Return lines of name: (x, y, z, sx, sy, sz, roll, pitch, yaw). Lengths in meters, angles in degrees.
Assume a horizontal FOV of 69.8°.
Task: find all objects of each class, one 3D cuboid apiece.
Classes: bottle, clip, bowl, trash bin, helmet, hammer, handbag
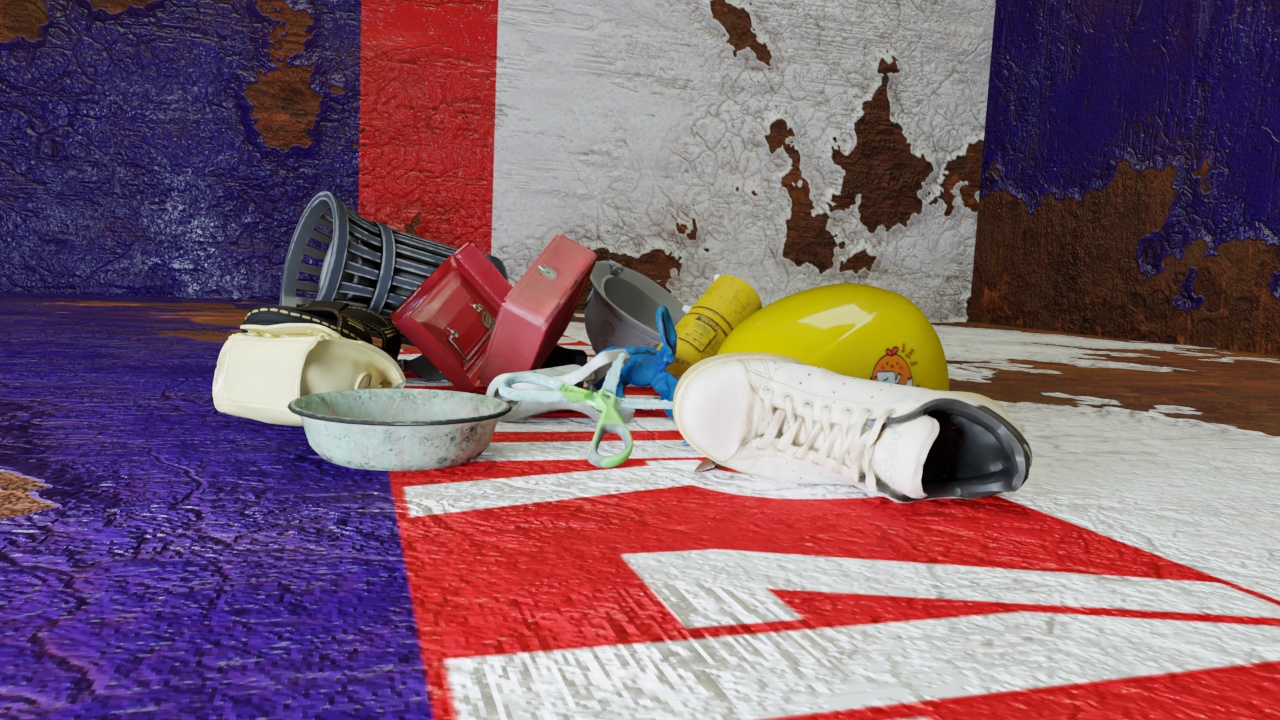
bottle: (0.070, -0.023, 1.068, 0.071, 0.071, 0.163, 9, 48, 45)
clip: (-0.078, 0.029, 0.875, 0.143, 0.072, 0.124, -6, 4, 29)
bowl: (-0.174, 0.050, 0.671, 0.157, 0.038, 0.157, 3, 6, 0)
trash bin: (-0.286, -0.086, 1.094, 0.227, 0.164, 0.164, 15, -2, -37)
helmet: (-0.012, -0.032, 1.207, 0.183, 0.118, 0.270, 44, 17, 17)
hammer: (-0.174, -0.026, 1.161, 0.025, 0.118, 0.333, 1, 11, -40)
bottle: (-0.229, 0.007, 1.085, 0.110, 0.036, 0.036, 1, 6, -11)
handbag: (-0.275, 0.016, 0.768, 0.119, 0.081, 0.111, 3, -7, 33)
helmet: (0.174, -0.005, 0.877, 0.240, 0.139, 0.209, 1, 6, -9)

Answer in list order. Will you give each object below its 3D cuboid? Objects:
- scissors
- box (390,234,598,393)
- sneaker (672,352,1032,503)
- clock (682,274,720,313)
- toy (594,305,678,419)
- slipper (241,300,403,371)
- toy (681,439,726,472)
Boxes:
scissors: (-0.031, 0.030, 0.731, 0.174, 0.022, 0.171, 9, 26, 1)
box: (-0.135, -0.059, 0.983, 0.169, 0.154, 0.156, -26, 23, 33)
sneaker: (0.142, 0.054, 0.606, 0.241, 0.089, 0.102, 7, 14, -2)
clock: (0.137, -0.034, 1.194, 0.161, 0.073, 0.125, 41, 12, 6)
toy: (-0.006, 0.005, 0.940, 0.071, 0.112, 0.177, 16, -11, -33)
slipper: (-0.311, -0.026, 0.931, 0.113, 0.075, 0.268, -2, -10, 4)
toy: (0.062, 0.061, 0.707, 0.102, 0.070, 0.090, -30, 12, -35)
